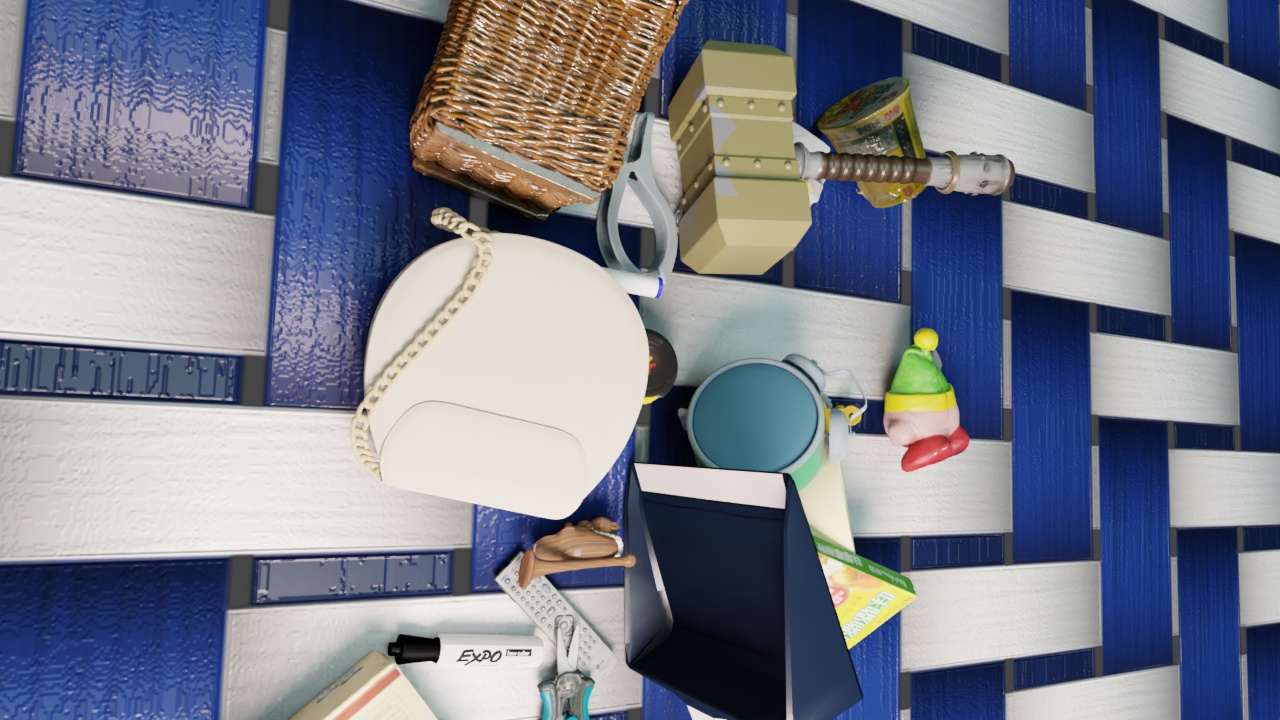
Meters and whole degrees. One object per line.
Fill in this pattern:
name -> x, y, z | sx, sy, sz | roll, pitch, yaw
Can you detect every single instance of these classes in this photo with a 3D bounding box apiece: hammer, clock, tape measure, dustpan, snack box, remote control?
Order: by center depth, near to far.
snack box -> -0.225, 0.338, 0.656 | 0.206, 0.055, 0.153 | -38, 105, -26
dustpan -> 0.057, 0.225, 0.723 | 0.080, 0.237, 0.273 | -22, 97, -28
remote control -> -0.070, 0.221, 0.778 | 0.033, 0.013, 0.136 | -45, 108, -24
tape measure -> -0.005, 0.005, 0.816 | 0.072, 0.042, 0.071 | 43, 66, -16
clock -> 0.124, 0.057, 0.828 | 0.161, 0.075, 0.121 | -23, 59, 0
snack box -> 0.150, 0.221, 0.848 | 0.168, 0.132, 0.027 | 26, 31, -26
hammer -> 0.201, -0.181, 0.854 | 0.324, 0.101, 0.190 | -1, 77, -15

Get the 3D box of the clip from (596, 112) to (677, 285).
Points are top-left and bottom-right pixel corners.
clip -> 0.005, -0.148, 0.842 | 0.107, 0.028, 0.163 | -16, 96, -30

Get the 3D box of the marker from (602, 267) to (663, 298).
marker -> -0.050, -0.074, 0.793 | 0.141, 0.020, 0.020 | 9, 82, -17

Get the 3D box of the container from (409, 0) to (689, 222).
container -> -0.079, -0.215, 0.674 | 0.162, 0.250, 0.183 | 20, 87, -17

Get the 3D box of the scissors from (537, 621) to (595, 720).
scissors -> -0.063, 0.302, 0.769 | 0.122, 0.019, 0.149 | -38, 105, -17

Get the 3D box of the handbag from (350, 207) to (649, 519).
handbag -> -0.102, 0.009, 0.703 | 0.210, 0.103, 0.208 | 15, 90, -18

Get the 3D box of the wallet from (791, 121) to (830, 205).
wallet -> 0.142, -0.183, 0.909 | 0.086, 0.032, 0.116 | 30, 68, -12

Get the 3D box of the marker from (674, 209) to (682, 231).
marker -> 0.091, -0.124, 0.895 | 0.133, 0.017, 0.020 | 8, 119, -29

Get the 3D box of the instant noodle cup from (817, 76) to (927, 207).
instant noodle cup -> 0.252, -0.224, 0.955 | 0.102, 0.102, 0.108 | -44, 116, -25

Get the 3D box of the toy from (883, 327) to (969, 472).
toy -> 0.305, 0.039, 0.968 | 0.124, 0.097, 0.131 | -12, 73, -36

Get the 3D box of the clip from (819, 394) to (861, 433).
clip -> 0.201, 0.058, 0.937 | 0.046, 0.035, 0.053 | -9, 90, -23

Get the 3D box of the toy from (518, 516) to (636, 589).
toy -> -0.056, 0.159, 0.769 | 0.101, 0.054, 0.042 | 2, 122, -28

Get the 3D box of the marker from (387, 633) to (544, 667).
marker -> -0.138, 0.231, 0.732 | 0.125, 0.025, 0.025 | 11, 81, -29

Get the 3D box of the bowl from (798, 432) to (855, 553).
bowl -> 0.157, 0.132, 0.875 | 0.074, 0.118, 0.118 | -11, 92, 12
